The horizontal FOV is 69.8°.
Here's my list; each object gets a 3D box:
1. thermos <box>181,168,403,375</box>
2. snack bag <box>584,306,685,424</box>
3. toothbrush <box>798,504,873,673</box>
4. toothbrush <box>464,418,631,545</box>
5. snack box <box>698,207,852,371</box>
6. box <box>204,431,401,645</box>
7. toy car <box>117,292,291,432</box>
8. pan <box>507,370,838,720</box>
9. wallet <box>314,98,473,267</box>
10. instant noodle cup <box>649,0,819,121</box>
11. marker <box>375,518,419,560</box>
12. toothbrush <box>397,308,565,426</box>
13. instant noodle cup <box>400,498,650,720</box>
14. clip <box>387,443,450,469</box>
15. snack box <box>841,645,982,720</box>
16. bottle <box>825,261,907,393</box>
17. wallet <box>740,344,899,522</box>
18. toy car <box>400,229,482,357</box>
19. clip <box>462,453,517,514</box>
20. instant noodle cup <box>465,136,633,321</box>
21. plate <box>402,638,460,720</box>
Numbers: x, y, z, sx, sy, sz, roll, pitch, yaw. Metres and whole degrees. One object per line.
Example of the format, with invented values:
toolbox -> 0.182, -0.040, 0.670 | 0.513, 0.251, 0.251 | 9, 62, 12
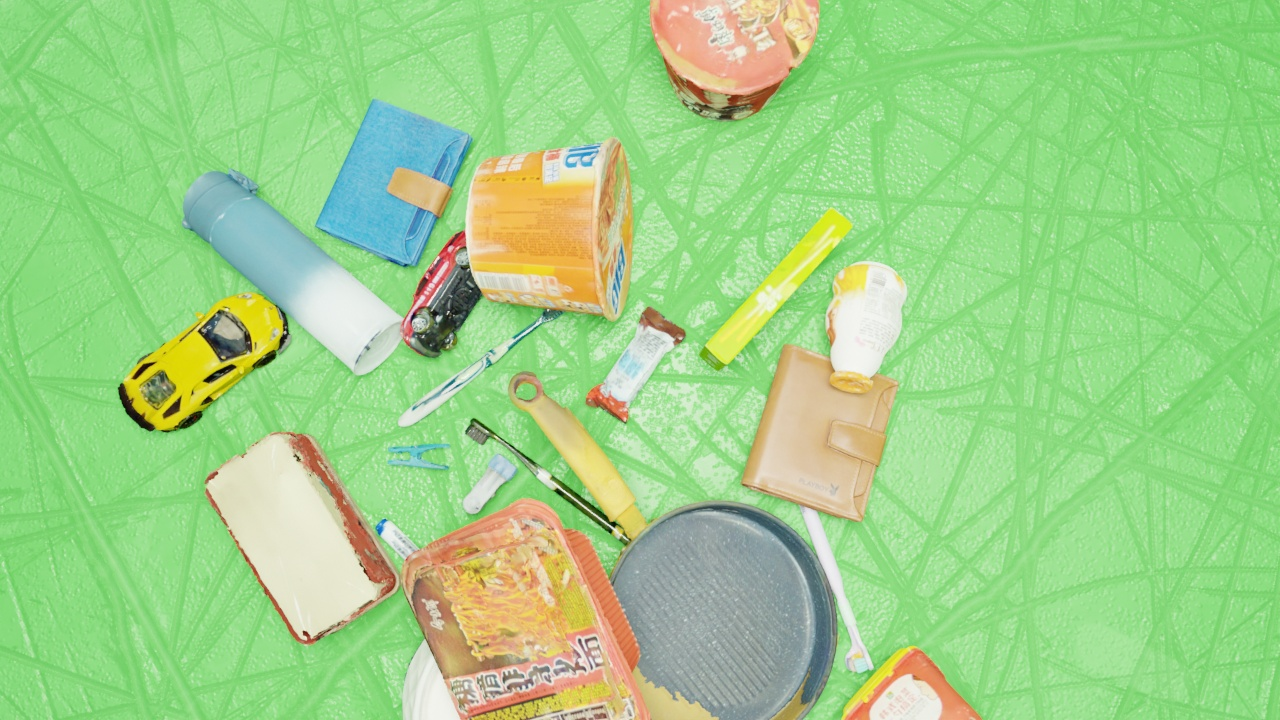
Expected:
thermos -> -0.306, -0.081, 0.806 | 0.220, 0.070, 0.070 | 41, 87, 5
snack bag -> -0.005, 0.005, 0.807 | 0.045, 0.026, 0.105 | 33, 85, 14
toothbrush -> 0.159, 0.174, 0.790 | 0.021, 0.029, 0.189 | -12, 80, -40
toothbrush -> -0.078, 0.111, 0.807 | 0.186, 0.012, 0.017 | 36, 92, 5
snack box -> 0.112, -0.057, 0.780 | 0.026, 0.086, 0.156 | 43, 86, 4
box -> -0.285, 0.147, 0.776 | 0.091, 0.078, 0.168 | -34, 85, -1
toy car -> -0.386, -0.001, 0.813 | 0.156, 0.041, 0.071 | -38, 85, -3
pan -> 0.014, 0.152, 0.738 | 0.197, 0.078, 0.357 | -41, 88, -18
wallet -> -0.221, -0.159, 0.826 | 0.106, 0.040, 0.133 | 23, 86, 8
instant noodle cup -> 0.076, -0.275, 0.791 | 0.138, 0.108, 0.138 | 0, 84, 1
marker -> -0.175, 0.192, 0.799 | 0.146, 0.017, 0.017 | 43, 87, 5
toothbrush -> -0.138, 0.000, 0.816 | 0.191, 0.018, 0.016 | -37, 85, -2
instant noodle cup -> -0.081, 0.200, 0.683 | 0.165, 0.079, 0.189 | -26, 89, 29
clip -> -0.196, 0.084, 0.812 | 0.056, 0.014, 0.041 | 2, 84, 0
snack box -> 0.221, 0.291, 0.736 | 0.091, 0.080, 0.082 | -45, 127, -3
bottle -> 0.187, -0.028, 0.776 | 0.063, 0.063, 0.108 | 15, 69, 3
wallet -> 0.155, 0.062, 0.787 | 0.108, 0.031, 0.131 | 19, 76, 3
toy car -> -0.168, -0.060, 0.806 | 0.045, 0.053, 0.120 | 24, 78, 28
clip -> -0.132, 0.109, 0.802 | 0.024, 0.028, 0.057 | 37, 89, 3
instant noodle cup -> -0.073, -0.109, 0.766 | 0.111, 0.151, 0.151 | 1, 84, 10
plate -> -0.094, 0.289, 0.760 | 0.205, 0.045, 0.204 | 1, 84, -8
